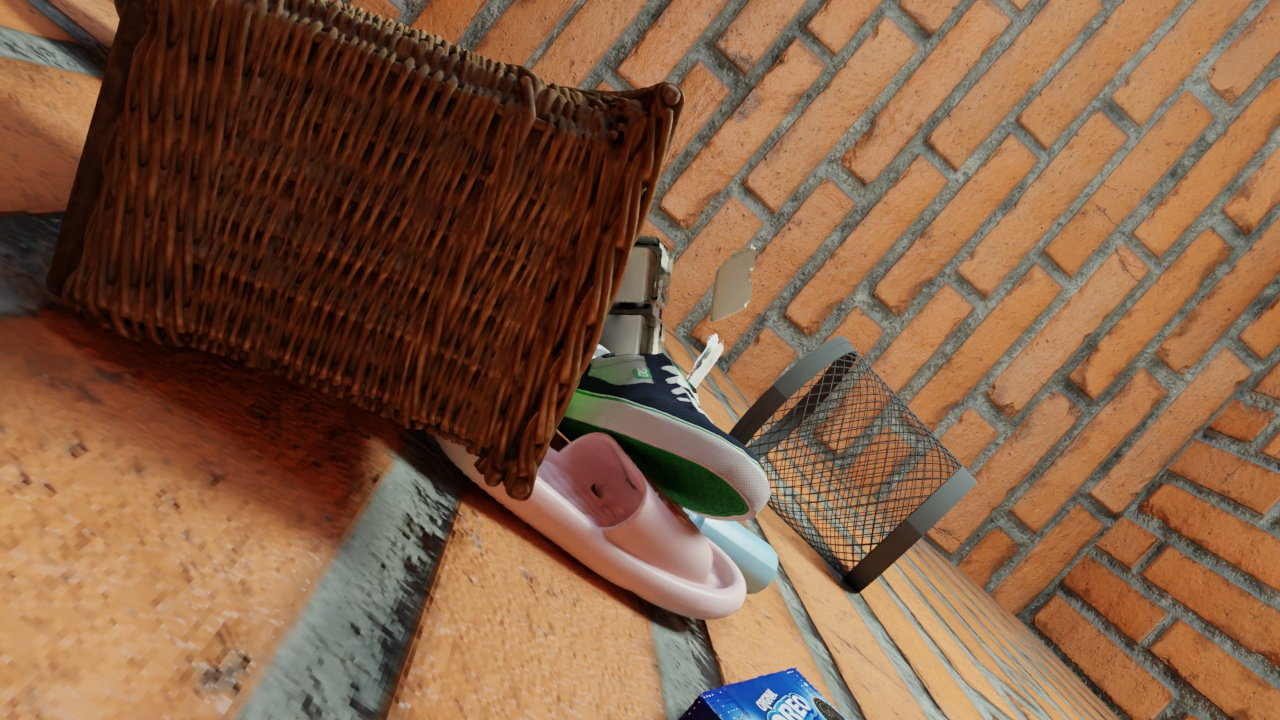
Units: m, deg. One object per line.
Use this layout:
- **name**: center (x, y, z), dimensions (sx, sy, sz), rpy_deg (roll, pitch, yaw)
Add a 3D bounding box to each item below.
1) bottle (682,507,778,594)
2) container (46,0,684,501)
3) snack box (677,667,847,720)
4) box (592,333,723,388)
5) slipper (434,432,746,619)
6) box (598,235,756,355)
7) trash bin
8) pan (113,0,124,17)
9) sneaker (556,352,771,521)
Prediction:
- **bottle**: center (0.043, 0.121, 0.647), dimensions (0.130, 0.040, 0.040), rpy_deg (37, 7, -27)
- **container**: center (-0.118, -0.076, 0.408), dimensions (0.183, 0.162, 0.250), rpy_deg (19, 11, -19)
- **snack box**: center (0.074, 0.186, 0.428), dimensions (0.082, 0.027, 0.150), rpy_deg (43, 6, 26)
- **box**: center (0.004, 0.009, 0.776), dimensions (0.121, 0.136, 0.109), rpy_deg (41, 8, 11)
- **slipper**: center (-0.025, 0.073, 0.508), dimensions (0.221, 0.056, 0.107), rpy_deg (36, 6, -27)
- **box**: center (0.021, -0.041, 0.877), dimensions (0.187, 0.143, 0.070), rpy_deg (4, -10, 21)
- **trash bin**: center (0.248, 0.127, 1.102), dimensions (0.227, 0.218, 0.217), rpy_deg (47, 8, 18)
- **pan**: center (-0.282, -0.179, 0.752), dimensions (0.187, 0.055, 0.357), rpy_deg (57, 2, 38)
- **sneaker**: center (0.014, 0.034, 0.586), dimensions (0.084, 0.079, 0.235), rpy_deg (49, -15, -25)
